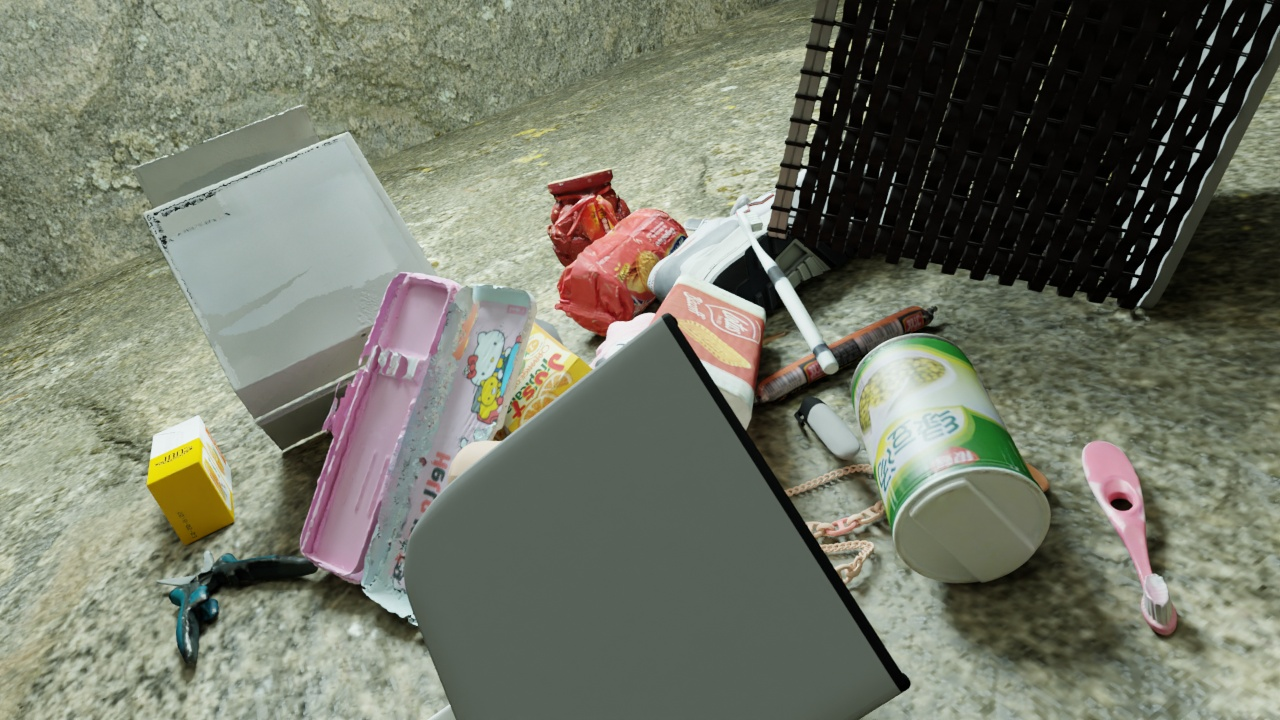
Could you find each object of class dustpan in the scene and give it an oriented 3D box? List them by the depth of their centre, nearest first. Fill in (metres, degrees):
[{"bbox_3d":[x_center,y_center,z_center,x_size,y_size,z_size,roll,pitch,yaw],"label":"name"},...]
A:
[{"bbox_3d":[-0.045,0.122,0.372,0.258,0.033,0.163,-37,63,12],"label":"dustpan"}]

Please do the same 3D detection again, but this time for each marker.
[{"bbox_3d":[0.107,0.039,0.535,0.022,0.016,0.138,-41,5,7],"label":"marker"}]

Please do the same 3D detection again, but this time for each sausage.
[{"bbox_3d":[0.142,-0.005,0.638,0.155,0.020,0.020,-25,24,-14],"label":"sausage"}]

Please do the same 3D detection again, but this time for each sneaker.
[{"bbox_3d":[0.099,-0.109,0.808,0.239,0.089,0.124,-37,32,-29],"label":"sneaker"}]

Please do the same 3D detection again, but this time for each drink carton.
[{"bbox_3d":[-0.069,0.012,0.577,0.058,0.041,0.122,-50,37,-3],"label":"drink carton"},{"bbox_3d":[-0.372,0.095,0.760,0.040,0.058,0.122,-27,25,-16],"label":"drink carton"}]

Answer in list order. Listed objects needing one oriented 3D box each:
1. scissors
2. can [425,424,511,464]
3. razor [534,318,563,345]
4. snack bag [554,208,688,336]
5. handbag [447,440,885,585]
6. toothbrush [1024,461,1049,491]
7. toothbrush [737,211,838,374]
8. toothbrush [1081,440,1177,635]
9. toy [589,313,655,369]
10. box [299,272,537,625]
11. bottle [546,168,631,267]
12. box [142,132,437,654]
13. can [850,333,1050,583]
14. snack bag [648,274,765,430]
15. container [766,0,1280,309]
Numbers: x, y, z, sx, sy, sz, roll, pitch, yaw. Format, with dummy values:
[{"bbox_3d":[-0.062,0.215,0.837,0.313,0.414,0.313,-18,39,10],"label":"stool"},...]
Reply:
[{"bbox_3d":[-0.276,0.150,0.620,0.118,0.019,0.148,-26,23,-13],"label":"scissors"},{"bbox_3d":[-0.119,0.050,0.655,0.068,0.068,0.104,-14,25,11],"label":"can"},{"bbox_3d":[-0.066,0.024,0.642,0.057,0.060,0.156,4,33,-21],"label":"razor"},{"bbox_3d":[-0.012,-0.089,0.858,0.082,0.082,0.175,-3,28,33],"label":"snack bag"},{"bbox_3d":[0.008,0.060,0.475,0.199,0.117,0.186,-1,29,36],"label":"handbag"},{"bbox_3d":[0.175,0.045,0.511,0.021,0.017,0.135,-28,27,-11],"label":"toothbrush"},{"bbox_3d":[0.107,-0.056,0.671,0.017,0.012,0.186,-17,45,-3],"label":"toothbrush"},{"bbox_3d":[0.220,0.071,0.415,0.022,0.016,0.134,-10,25,19],"label":"toothbrush"},{"bbox_3d":[-0.004,0.004,0.675,0.099,0.053,0.095,-14,51,15],"label":"toy"},{"bbox_3d":[-0.137,0.046,0.572,0.154,0.041,0.201,13,82,37],"label":"box"},{"bbox_3d":[-0.050,-0.140,0.964,0.099,0.111,0.099,-13,13,3],"label":"bottle"},{"bbox_3d":[-0.222,0.052,0.779,0.167,0.447,0.165,-28,35,-18],"label":"box"},{"bbox_3d":[0.146,0.044,0.450,0.067,0.067,0.120,-15,31,10],"label":"can"},{"bbox_3d":[0.041,-0.008,0.603,0.077,0.041,0.224,25,21,2],"label":"snack bag"},{"bbox_3d":[0.253,-0.201,0.622,0.244,0.246,0.246,17,35,13],"label":"container"}]
